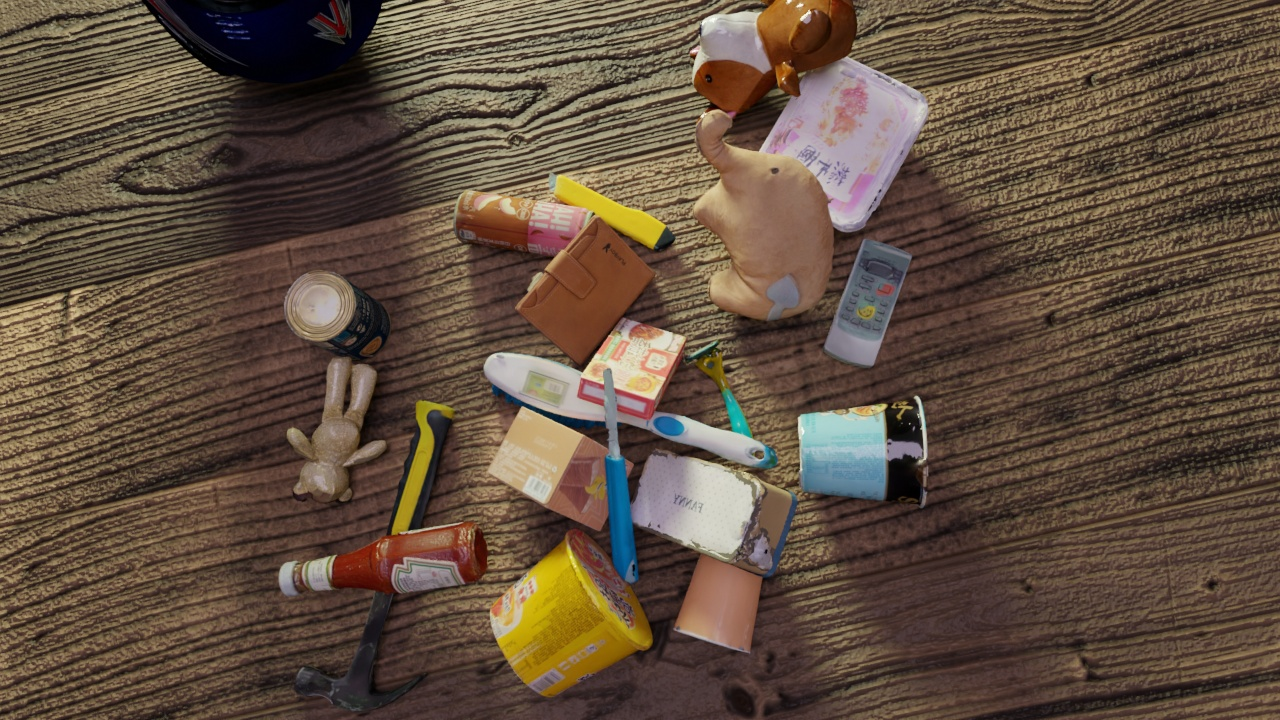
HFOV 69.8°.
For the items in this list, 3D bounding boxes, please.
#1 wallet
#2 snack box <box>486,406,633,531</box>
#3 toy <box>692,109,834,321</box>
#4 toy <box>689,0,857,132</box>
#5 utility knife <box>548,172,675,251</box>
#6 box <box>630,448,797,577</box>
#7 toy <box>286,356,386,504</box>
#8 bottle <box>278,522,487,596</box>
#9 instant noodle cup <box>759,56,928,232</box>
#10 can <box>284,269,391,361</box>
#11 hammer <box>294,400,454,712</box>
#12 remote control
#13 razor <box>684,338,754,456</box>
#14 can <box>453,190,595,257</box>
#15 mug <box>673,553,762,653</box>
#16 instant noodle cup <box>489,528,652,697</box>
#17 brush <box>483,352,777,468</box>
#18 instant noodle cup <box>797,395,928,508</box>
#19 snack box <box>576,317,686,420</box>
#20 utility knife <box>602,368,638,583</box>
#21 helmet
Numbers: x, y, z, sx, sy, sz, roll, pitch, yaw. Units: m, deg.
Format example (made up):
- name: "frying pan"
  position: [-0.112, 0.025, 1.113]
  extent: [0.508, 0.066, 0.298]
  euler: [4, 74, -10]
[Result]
- name: "wallet"
  position: [-0.057, -0.074, 0.969]
  extent: [0.131, 0.031, 0.108]
  euler: [-50, 125, -6]
- name: "snack box"
  position: [-0.079, 0.108, 0.916]
  extent: [0.093, 0.094, 0.077]
  euler: [21, 80, 39]
- name: "toy"
  position: [0.124, -0.148, 0.930]
  extent: [0.143, 0.082, 0.226]
  euler: [-9, 112, 11]
- name: "toy"
  position: [0.123, -0.330, 0.964]
  extent: [0.130, 0.200, 0.140]
  euler: [20, 65, -33]
- name: "utility knife"
  position: [-0.034, -0.166, 1.018]
  extent: [0.164, 0.015, 0.033]
  euler: [29, 77, 9]
- name: "box"
  position: [0.060, 0.143, 0.889]
  extent: [0.061, 0.184, 0.089]
  euler: [27, 82, -35]
- name: "toy"
  position: [-0.321, 0.074, 0.967]
  extent: [0.066, 0.105, 0.157]
  euler: [13, 89, 51]
- name: "bottle"
  position: [-0.257, 0.204, 0.915]
  extent: [0.206, 0.060, 0.059]
  euler: [-10, 79, 6]
- name: "instant noodle cup"
  position: [0.212, -0.228, 0.991]
  extent: [0.138, 0.060, 0.173]
  euler: [30, 84, 8]
- name: "can"
  position: [-0.317, -0.046, 0.966]
  extent: [0.075, 0.111, 0.075]
  euler: [-1, 80, 3]
- name: "hammer"
  position: [-0.253, 0.202, 0.960]
  extent: [0.126, 0.032, 0.323]
  euler: [14, 81, 6]
- name: "remote control"
  position: [0.242, -0.060, 0.979]
  extent: [0.056, 0.019, 0.135]
  euler: [21, 82, 7]
- name: "razor"
  position: [0.092, 0.045, 0.966]
  extent: [0.043, 0.028, 0.132]
  euler: [-29, 75, 22]
- name: "can"
  position: [-0.125, -0.147, 0.999]
  extent: [0.147, 0.058, 0.058]
  euler: [10, 81, 5]
- name: "mug"
  position: [0.086, 0.220, 0.916]
  extent: [0.078, 0.078, 0.122]
  euler: [15, 76, 6]
- name: "instant noodle cup"
  position: [-0.071, 0.251, 0.894]
  extent: [0.110, 0.138, 0.138]
  euler: [-37, 80, 6]
- name: "brush"
  position: [-0.017, 0.054, 0.933]
  extent: [0.314, 0.109, 0.060]
  euler: [19, 81, 4]
- name: "instant noodle cup"
  position: [0.218, 0.092, 0.916]
  extent: [0.120, 0.111, 0.111]
  euler: [-1, 80, 9]
- name: "snack box"
  position: [-0.005, 0.005, 0.925]
  extent: [0.075, 0.152, 0.025]
  euler: [17, 118, 8]
- name: "utility knife"
  position: [-0.022, 0.112, 0.883]
  extent: [0.018, 0.034, 0.237]
  euler: [-19, 119, -27]
- name: "helmet"
  position: [-0.422, -0.443, 0.972]
  extent: [0.315, 0.240, 0.247]
  euler: [44, 86, -1]
